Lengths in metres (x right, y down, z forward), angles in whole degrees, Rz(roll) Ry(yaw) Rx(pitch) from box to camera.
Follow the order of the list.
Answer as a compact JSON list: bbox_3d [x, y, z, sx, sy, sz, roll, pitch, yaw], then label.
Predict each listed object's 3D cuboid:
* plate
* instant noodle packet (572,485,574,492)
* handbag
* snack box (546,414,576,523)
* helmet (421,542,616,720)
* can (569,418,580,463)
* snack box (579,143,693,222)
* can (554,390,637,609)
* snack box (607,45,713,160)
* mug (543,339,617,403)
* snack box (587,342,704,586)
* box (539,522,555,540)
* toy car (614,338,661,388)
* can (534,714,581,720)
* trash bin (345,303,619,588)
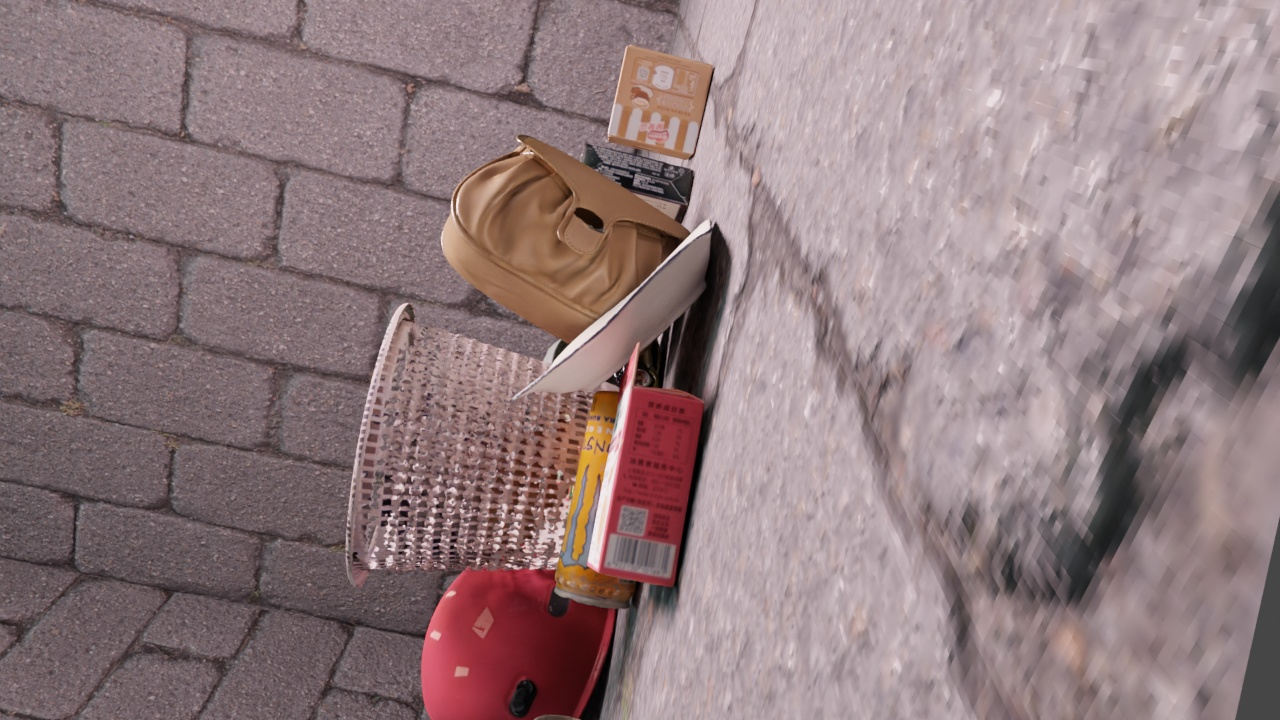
[{"bbox_3d":[-0.007,-0.027,0.624,0.164,0.034,0.164,-41,4,16],"label":"plate"},{"bbox_3d":[-0.066,0.193,1.095,0.128,0.044,0.110,110,170,-77],"label":"instant noodle packet"},{"bbox_3d":[-0.054,-0.098,0.760,0.100,0.204,0.147,-49,14,57],"label":"handbag"},{"bbox_3d":[-0.080,0.139,1.211,0.027,0.077,0.155,110,171,-62],"label":"snack box"},{"bbox_3d":[-0.116,0.251,0.807,0.240,0.144,0.206,125,167,-67],"label":"helmet"},{"bbox_3d":[-0.055,0.085,1.099,0.067,0.066,0.093,112,170,-67],"label":"can"},{"bbox_3d":[-0.013,-0.162,0.954,0.126,0.113,0.053,117,166,-73],"label":"snack box"},{"bbox_3d":[-0.019,0.096,0.648,0.058,0.058,0.146,132,151,-82],"label":"can"},{"bbox_3d":[0.019,-0.273,0.981,0.077,0.093,0.094,-104,27,-81],"label":"snack box"},{"bbox_3d":[-0.053,0.029,0.930,0.103,0.083,0.124,165,95,-76],"label":"mug"},{"bbox_3d":[0.003,0.065,0.543,0.113,0.044,0.127,119,161,-78],"label":"snack box"},{"bbox_3d":[-0.098,0.284,1.061,0.201,0.050,0.160,90,-179,-64],"label":"box"},{"bbox_3d":[-0.005,0.005,0.818,0.070,0.042,0.158,107,161,-52],"label":"toy car"},{"bbox_3d":[-0.065,0.320,0.634,0.053,0.053,0.134,165,117,-85],"label":"can"},{"bbox_3d":[-0.117,0.081,0.743,0.227,0.192,0.227,-172,92,-83],"label":"trash bin"}]
